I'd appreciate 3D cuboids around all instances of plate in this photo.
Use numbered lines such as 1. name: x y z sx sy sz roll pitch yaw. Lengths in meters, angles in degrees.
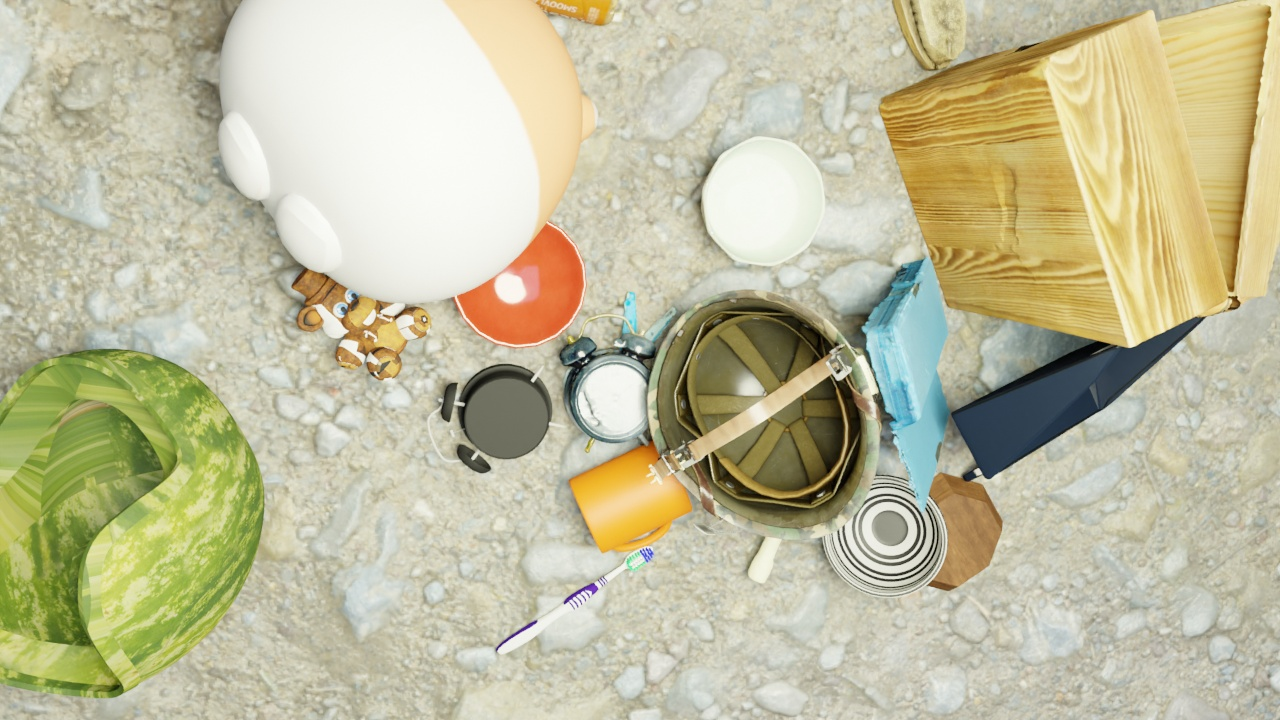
1. plate: 0.331 0.187 0.978 0.131 0.025 0.131 -2 100 -10

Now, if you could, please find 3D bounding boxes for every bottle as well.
1. bottle: -0.100 -0.336 0.790 0.167 0.059 0.059 10 98 -12
2. bottle: 0.151 0.139 0.926 0.045 0.045 0.184 20 96 -13

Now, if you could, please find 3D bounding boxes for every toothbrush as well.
1. toothbrush: -0.065 0.241 0.920 0.186 0.016 0.015 -33 104 -4

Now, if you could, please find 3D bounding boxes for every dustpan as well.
1. dustpan: 0.404 0.044 0.879 0.235 0.274 0.080 -18 79 -38

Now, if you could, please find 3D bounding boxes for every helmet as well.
1. helmet: -0.414 0.125 0.722 0.213 0.246 0.244 1 141 8
2. helmet: 0.109 0.047 0.798 0.193 0.236 0.224 -34 67 16

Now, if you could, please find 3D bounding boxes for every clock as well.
1. clock: -0.138 0.055 0.860 0.120 0.042 0.091 -20 103 -7
2. clock: -0.028 0.020 0.861 0.090 0.052 0.129 -6 95 -7

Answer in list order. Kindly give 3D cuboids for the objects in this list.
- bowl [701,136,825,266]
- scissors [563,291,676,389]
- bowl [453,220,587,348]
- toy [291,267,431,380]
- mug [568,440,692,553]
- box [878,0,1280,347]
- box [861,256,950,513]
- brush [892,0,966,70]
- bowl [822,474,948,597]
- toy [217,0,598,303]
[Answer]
1. bowl: 0.107 -0.149 0.860 0.117 0.061 0.117 -2 101 -11
2. scissors: -0.003 0.005 0.893 0.137 0.012 0.127 -46 104 -2
3. bowl: -0.112 -0.074 0.846 0.122 0.035 0.122 -2 100 -10
4. toy: -0.252 -0.040 0.812 0.112 0.067 0.087 43 65 -26
5. mug: -0.005 0.142 0.889 0.096 0.077 0.113 -25 127 -6
6. box: 0.396 -0.159 0.801 0.220 0.279 0.259 -23 103 -7
7. box: 0.258 0.014 0.846 0.034 0.230 0.174 -10 106 27
8. brush: 0.266 -0.372 0.859 0.059 0.043 0.195 -15 101 -8
9. bowl: 0.251 0.175 0.934 0.120 0.066 0.120 0 89 21
10. toy: -0.172 -0.185 0.711 0.279 0.266 0.263 -39 89 -31
